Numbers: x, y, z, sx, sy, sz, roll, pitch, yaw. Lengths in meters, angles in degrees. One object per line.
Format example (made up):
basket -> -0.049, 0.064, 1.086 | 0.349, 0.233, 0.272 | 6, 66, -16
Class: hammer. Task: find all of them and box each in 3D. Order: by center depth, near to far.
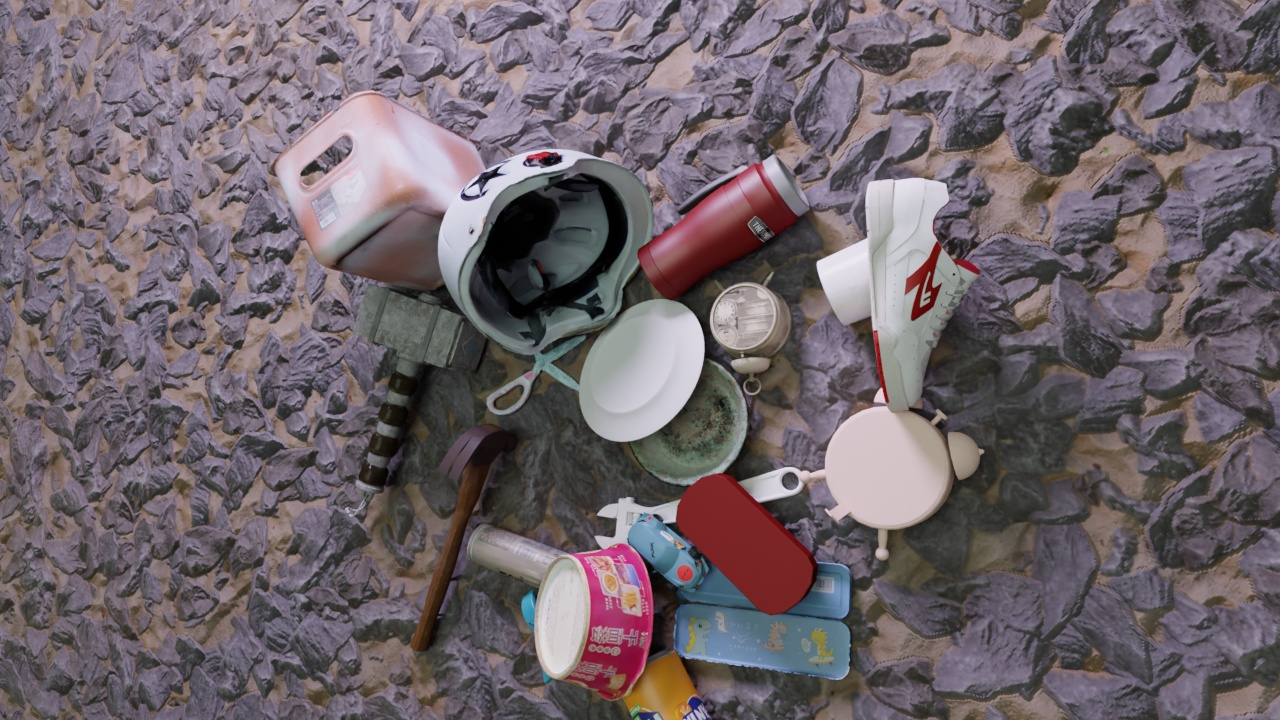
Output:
hammer -> -0.245, 0.235, 1.203 | 0.033, 0.115, 0.323 | 24, 102, 25
hammer -> -0.337, 0.065, 1.266 | 0.177, 0.079, 0.326 | 19, 92, 26

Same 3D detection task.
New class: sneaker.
sneaker -> 0.285, -0.065, 0.923 | 0.104, 0.090, 0.236 | -3, 97, 14

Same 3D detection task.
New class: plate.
plate -> -0.007, 0.007, 1.116 | 0.189, 0.016, 0.188 | -20, 55, 31

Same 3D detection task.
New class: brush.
brush -> 0.120, 0.204, 1.032 | 0.173, 0.041, 0.082 | 43, 103, 21

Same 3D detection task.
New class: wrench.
wrench -> 0.066, 0.175, 1.101 | 0.274, 0.018, 0.066 | -18, 76, 21

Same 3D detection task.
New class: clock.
clock -> 0.267, 0.113, 0.984 | 0.160, 0.086, 0.131 | -46, 68, 6
clock -> 0.127, -0.030, 1.078 | 0.093, 0.054, 0.140 | -6, 78, 24

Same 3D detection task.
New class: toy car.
toy car -> 0.027, 0.228, 1.083 | 0.108, 0.027, 0.060 | 37, 101, 24

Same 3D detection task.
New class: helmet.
helmet -> -0.125, -0.153, 1.127 | 0.263, 0.237, 0.163 | -35, 46, -13

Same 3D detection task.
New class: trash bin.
trash bin -> -0.309, -0.204, 1.193 | 0.182, 0.259, 0.157 | -32, 75, 17

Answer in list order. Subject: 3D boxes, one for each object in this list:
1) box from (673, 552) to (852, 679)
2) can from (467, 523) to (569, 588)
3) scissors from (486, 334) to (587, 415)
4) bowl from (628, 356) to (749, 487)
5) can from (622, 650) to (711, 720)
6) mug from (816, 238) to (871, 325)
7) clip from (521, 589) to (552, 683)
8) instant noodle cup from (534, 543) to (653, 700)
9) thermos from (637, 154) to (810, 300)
box -> 0.138, 0.289, 1.053 | 0.209, 0.021, 0.125 | 0, 85, 25
can -> -0.152, 0.253, 1.170 | 0.136, 0.054, 0.054 | 14, 89, 25
scissors -> -0.149, 0.011, 1.224 | 0.170, 0.013, 0.173 | 34, 96, 21
bowl -> 0.060, 0.073, 1.104 | 0.158, 0.038, 0.157 | -3, 82, 24
can -> 0.036, 0.410, 1.049 | 0.079, 0.079, 0.142 | -35, 70, 17
mug -> 0.259, -0.095, 1.010 | 0.106, 0.082, 0.082 | -23, 74, 22
clip -> -0.104, 0.341, 1.146 | 0.027, 0.103, 0.120 | -43, 61, 20
instant noodle cup -> -0.062, 0.297, 1.060 | 0.179, 0.077, 0.178 | -35, 49, 53
thermos -> 0.094, -0.165, 1.099 | 0.199, 0.084, 0.108 | -33, 54, 20
